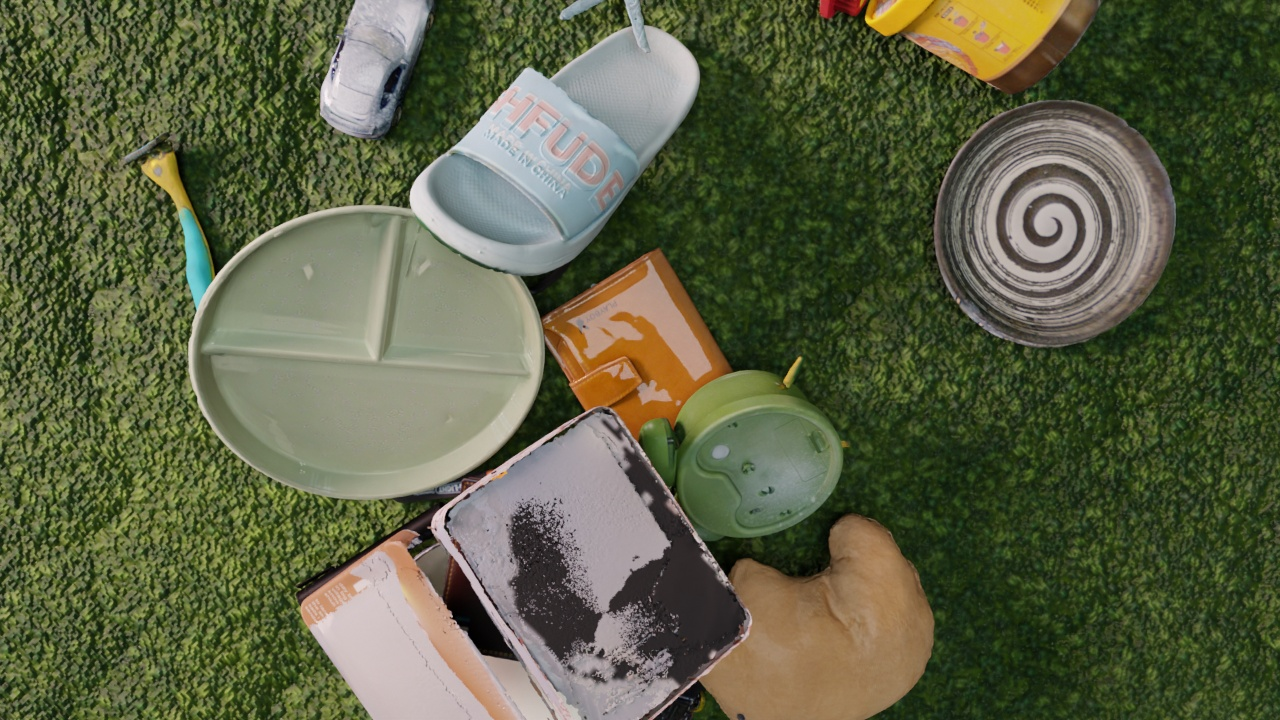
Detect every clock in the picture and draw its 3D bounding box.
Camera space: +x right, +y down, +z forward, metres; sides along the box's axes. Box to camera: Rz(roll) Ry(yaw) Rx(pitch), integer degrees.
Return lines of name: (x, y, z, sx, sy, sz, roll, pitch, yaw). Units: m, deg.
clock: (0.062, 0.071, 0.643, 0.161, 0.056, 0.116, -29, 123, 8)

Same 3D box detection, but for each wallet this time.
wallet: (-0.089, 0.149, 0.651, 0.096, 0.020, 0.122, 10, 91, -2)
wallet: (-0.004, 0.004, 0.665, 0.119, 0.035, 0.130, -31, 100, 4)

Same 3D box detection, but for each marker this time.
marker: (-0.201, 0.147, 0.693, 0.132, 0.020, 0.022, -31, 70, 3)
marker: (-0.126, 0.093, 0.691, 0.124, 0.015, 0.018, -7, 89, 2)

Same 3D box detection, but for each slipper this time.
slipper: (-0.040, -0.148, 0.595, 0.104, 0.074, 0.244, 41, 62, 1)

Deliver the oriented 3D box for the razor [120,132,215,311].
razor: (-0.332, -0.094, 0.663, 0.043, 0.028, 0.132, -18, 92, 24)

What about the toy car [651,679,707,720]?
toy car: (0.012, 0.274, 0.699, 0.049, 0.031, 0.106, 26, 98, -32)

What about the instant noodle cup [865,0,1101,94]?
instant noodle cup: (0.234, -0.250, 0.619, 0.114, 0.118, 0.118, 29, 94, -11)

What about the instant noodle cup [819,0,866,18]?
instant noodle cup: (0.118, -0.314, 0.615, 0.124, 0.116, 0.116, 31, 94, 8)

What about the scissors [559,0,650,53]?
scissors: (-0.004, -0.268, 0.639, 0.131, 0.017, 0.133, -8, 70, -18)

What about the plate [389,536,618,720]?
plate: (-0.101, 0.221, 0.689, 0.205, 0.045, 0.205, 0, 96, -2)

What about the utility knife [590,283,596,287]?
utility knife: (0.037, 0.019, 0.685, 0.208, 0.021, 0.031, 42, 91, -11)

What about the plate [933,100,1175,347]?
plate: (0.301, -0.099, 0.677, 0.179, 0.024, 0.179, 0, 94, -2)

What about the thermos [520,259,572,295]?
thermos: (-0.164, -0.053, 0.652, 0.242, 0.068, 0.090, -25, 109, 1)

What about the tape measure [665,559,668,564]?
tape measure: (0.006, 0.137, 0.692, 0.058, 0.025, 0.054, 42, 95, 0)

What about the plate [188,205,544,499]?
plate: (-0.181, -0.001, 0.627, 0.230, 0.027, 0.231, -8, 123, -12)

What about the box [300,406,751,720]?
box: (-0.081, 0.167, 0.586, 0.271, 0.132, 0.179, -34, 90, 6)

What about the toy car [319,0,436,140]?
toy car: (-0.187, -0.217, 0.651, 0.054, 0.037, 0.120, 21, 92, -3)

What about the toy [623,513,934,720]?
toy: (0.105, 0.206, 0.660, 0.225, 0.083, 0.143, -20, 82, -11)
